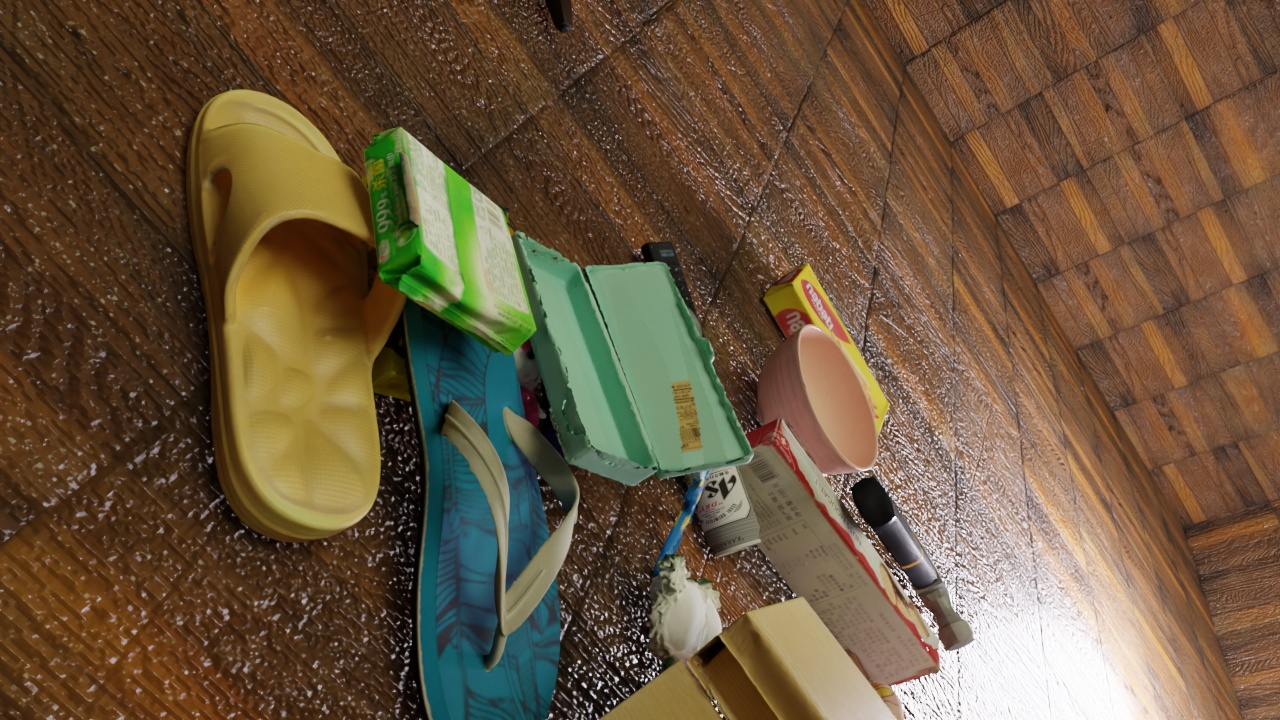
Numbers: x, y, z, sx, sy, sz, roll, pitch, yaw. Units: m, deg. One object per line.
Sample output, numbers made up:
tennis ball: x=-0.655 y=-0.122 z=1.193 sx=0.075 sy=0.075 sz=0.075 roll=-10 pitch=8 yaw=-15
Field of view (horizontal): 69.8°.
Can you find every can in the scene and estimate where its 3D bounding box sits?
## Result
can: x=0.061 y=0.101 z=0.737 sx=0.044 sy=0.044 sz=0.106 roll=4 pitch=63 yaw=-55

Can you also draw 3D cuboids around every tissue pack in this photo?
tissue pack: x=-0.104 y=-0.065 z=0.498 sx=0.099 sy=0.034 sz=0.113 roll=38 pitch=28 yaw=-50

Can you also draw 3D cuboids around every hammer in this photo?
hammer: x=0.258 y=0.187 z=0.888 sx=0.312 sy=0.035 sz=0.139 roll=46 pitch=18 yaw=-54

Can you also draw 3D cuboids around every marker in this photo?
marker: x=-0.060 y=0.017 z=0.649 sx=0.018 sy=0.015 sz=0.133 roll=9 pitch=53 yaw=-16

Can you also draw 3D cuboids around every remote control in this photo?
remote control: x=0.035 y=-0.040 z=0.836 sx=0.045 sy=0.021 sz=0.140 roll=-12 pitch=81 yaw=-57

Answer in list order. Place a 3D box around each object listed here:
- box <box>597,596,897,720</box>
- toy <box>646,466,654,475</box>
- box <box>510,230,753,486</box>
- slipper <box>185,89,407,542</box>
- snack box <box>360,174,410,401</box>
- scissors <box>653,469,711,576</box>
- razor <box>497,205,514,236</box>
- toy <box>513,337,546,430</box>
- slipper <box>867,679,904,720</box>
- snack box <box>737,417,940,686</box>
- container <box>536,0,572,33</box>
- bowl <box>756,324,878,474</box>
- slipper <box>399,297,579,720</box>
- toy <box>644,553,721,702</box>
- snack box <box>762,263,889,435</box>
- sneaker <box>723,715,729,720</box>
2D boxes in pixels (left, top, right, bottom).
box: x=0.091 y=0.265 z=0.469 sx=0.251 sy=0.119 sz=0.247 roll=-21 pitch=61 yaw=-35
toy: x=-0.004 y=0.004 z=0.698 sx=0.123 sy=0.067 sz=0.157 roll=22 pitch=44 yaw=-45
box: x=-0.014 y=-0.004 z=0.610 sx=0.138 sy=0.055 sz=0.186 roll=12 pitch=43 yaw=-35
slipper: x=-0.169 y=-0.040 z=0.475 sx=0.099 sy=0.079 sz=0.263 roll=22 pitch=48 yaw=-51
snack box: x=-0.141 y=-0.045 z=0.569 sx=0.061 sy=0.026 sz=0.148 roll=21 pitch=50 yaw=-49
scissors: x=0.037 y=0.098 z=0.669 sx=0.013 sy=0.127 sz=0.125 roll=24 pitch=63 yaw=8
razor: x=-0.080 y=-0.053 z=0.656 sx=0.044 sy=0.021 sz=0.144 roll=3 pitch=59 yaw=-64
toy: x=-0.082 y=0.006 z=0.600 sx=0.065 sy=0.050 sz=0.102 roll=24 pitch=52 yaw=-52
slipper: x=0.143 y=0.299 z=0.666 sx=0.081 sy=0.093 sz=0.196 roll=45 pitch=33 yaw=-7
snack box: x=0.164 y=0.174 z=0.804 sx=0.273 sy=0.077 sz=0.044 roll=53 pitch=29 yaw=-14
container: x=-0.122 y=-0.447 z=0.778 sx=0.320 sy=0.177 sz=0.204 roll=12 pitch=60 yaw=-52
bowl: x=0.163 y=0.048 z=0.902 sx=0.153 sy=0.076 sz=0.152 roll=35 pitch=41 yaw=-38
slipper: x=-0.076 y=0.072 z=0.510 sx=0.118 sy=0.060 sz=0.294 roll=17 pitch=61 yaw=-62
toy: x=0.029 y=0.192 z=0.621 sx=0.095 sy=0.041 sz=0.108 roll=47 pitch=34 yaw=-50
snack box: x=0.216 y=-0.008 z=1.057 sx=0.200 sy=0.042 sz=0.092 roll=59 pitch=30 yaw=-6
sneaker: x=0.056 y=0.288 z=0.556 sx=0.097 sy=0.091 sz=0.244 roll=29 pitch=43 yaw=-19
